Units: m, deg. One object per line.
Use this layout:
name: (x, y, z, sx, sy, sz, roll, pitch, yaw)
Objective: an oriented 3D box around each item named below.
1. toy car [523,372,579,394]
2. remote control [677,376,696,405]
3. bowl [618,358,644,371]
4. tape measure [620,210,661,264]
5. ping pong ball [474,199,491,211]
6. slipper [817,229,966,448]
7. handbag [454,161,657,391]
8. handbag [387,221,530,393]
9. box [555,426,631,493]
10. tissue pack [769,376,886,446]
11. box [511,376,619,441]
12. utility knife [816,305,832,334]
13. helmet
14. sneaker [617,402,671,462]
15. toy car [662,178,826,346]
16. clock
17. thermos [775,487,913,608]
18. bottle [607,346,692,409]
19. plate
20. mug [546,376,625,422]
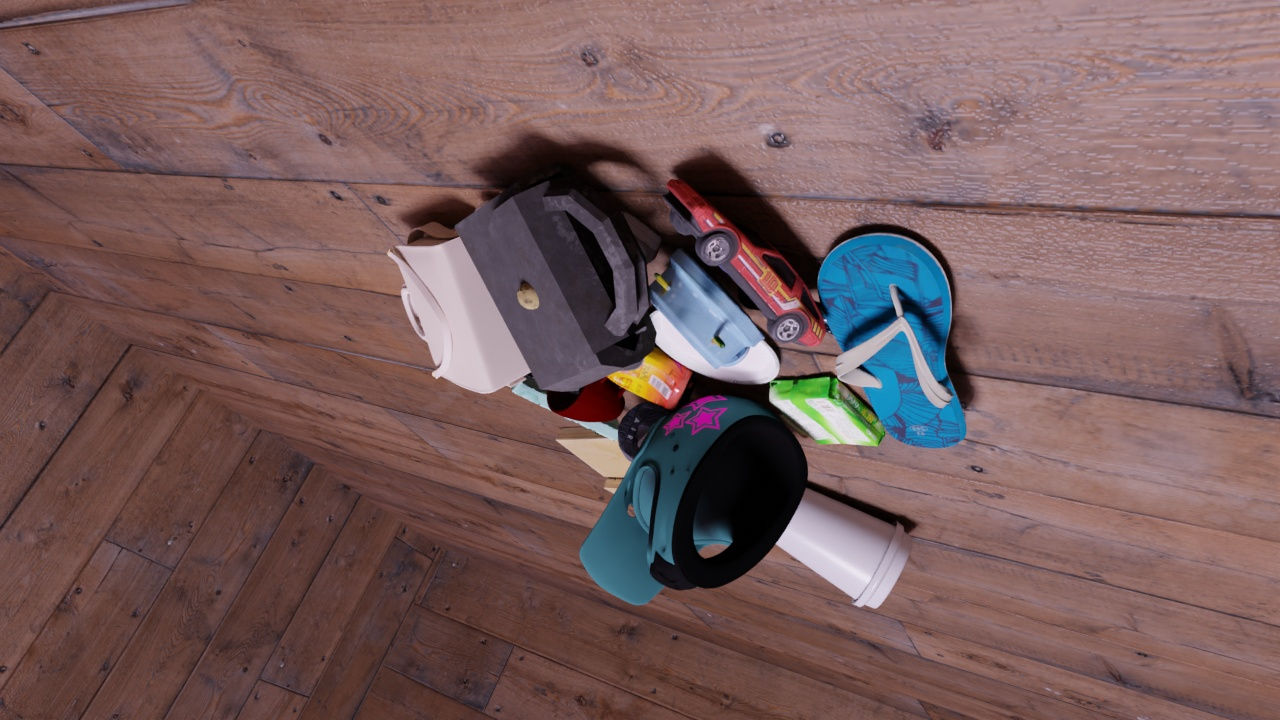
toy car: (-0.159, -0.030, 1.172, 0.192, 0.071, 0.094, 17, 155, 18)
remote control: (0.001, 0.014, 1.162, 0.140, 0.021, 0.046, 22, 126, 6)
bowl: (-0.053, -0.050, 1.036, 0.151, 0.056, 0.151, 21, 157, 9)
tape measure: (-0.014, -0.118, 0.891, 0.060, 0.020, 0.062, 38, 154, -29)
ping pong ball: (-0.152, -0.146, 0.946, 0.040, 0.040, 0.040, 21, 158, 9)
slipper: (0.226, 0.004, 0.825, 0.118, 0.060, 0.295, 8, 145, 35)
handbag: (-0.066, -0.075, 0.837, 0.200, 0.102, 0.197, -22, 97, 55)
handbag: (-0.225, -0.064, 1.069, 0.198, 0.101, 0.195, 6, 119, 48)
box: (0.019, 0.185, 1.510, 0.253, 0.068, 0.248, 43, 151, -25)
tissue pack: (0.209, 0.059, 1.039, 0.114, 0.034, 0.100, 39, 155, -29)
box: (-0.122, 0.049, 1.322, 0.187, 0.052, 0.139, 30, -174, -33)
utility knife: (0.175, -0.039, 0.878, 0.172, 0.020, 0.029, 22, 156, 10)
helmet: (0.062, 0.166, 1.097, 0.176, 0.274, 0.201, 45, 158, -18)
sneaker: (0.083, 0.136, 1.278, 0.252, 0.097, 0.151, 20, 174, -4)
toy car: (0.091, -0.083, 0.792, 0.189, 0.056, 0.081, 40, -171, -32)
clock: (0.062, -0.046, 0.877, 0.118, 0.060, 0.162, 48, -176, 12)
thermos: (0.258, 0.245, 1.302, 0.222, 0.131, 0.132, 28, 159, 12)
bottle: (-0.007, 0.007, 1.116, 0.134, 0.048, 0.072, 26, 138, 4)
plate: (0.082, -0.019, 1.022, 0.157, 0.014, 0.157, 21, 158, 9)
mug: (-0.056, 0.042, 1.227, 0.114, 0.087, 0.088, -26, 138, 38)
